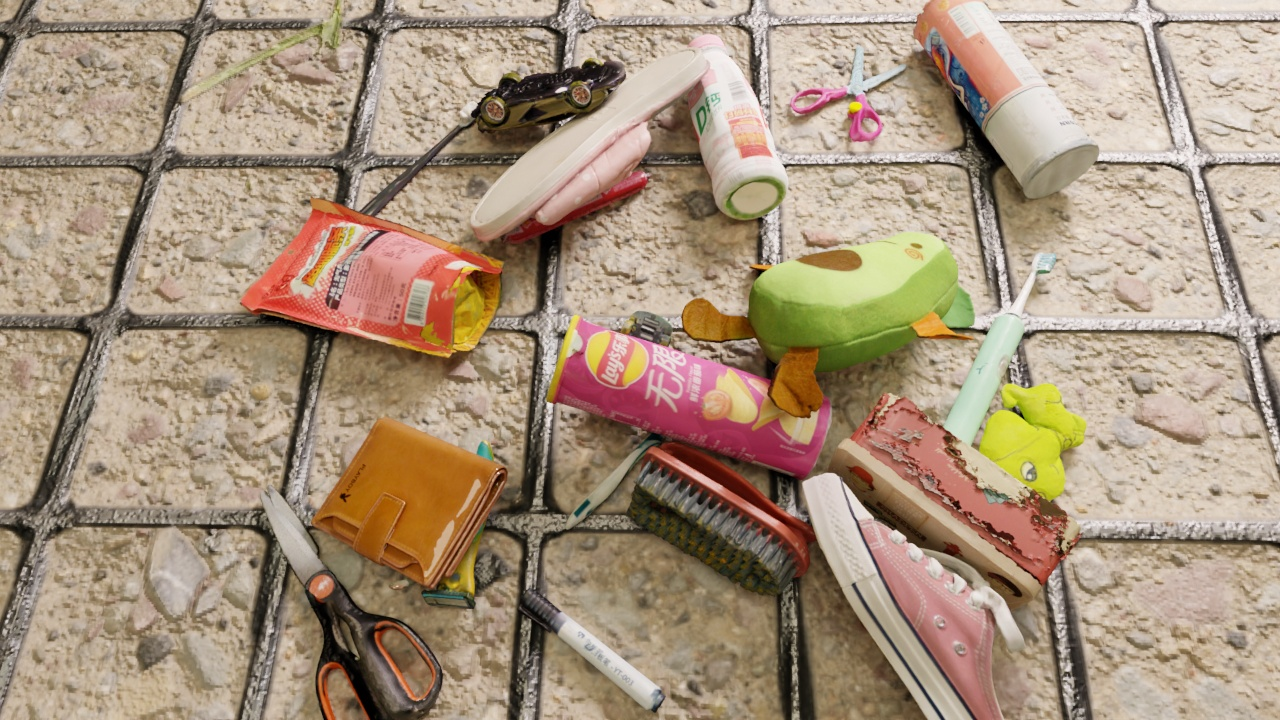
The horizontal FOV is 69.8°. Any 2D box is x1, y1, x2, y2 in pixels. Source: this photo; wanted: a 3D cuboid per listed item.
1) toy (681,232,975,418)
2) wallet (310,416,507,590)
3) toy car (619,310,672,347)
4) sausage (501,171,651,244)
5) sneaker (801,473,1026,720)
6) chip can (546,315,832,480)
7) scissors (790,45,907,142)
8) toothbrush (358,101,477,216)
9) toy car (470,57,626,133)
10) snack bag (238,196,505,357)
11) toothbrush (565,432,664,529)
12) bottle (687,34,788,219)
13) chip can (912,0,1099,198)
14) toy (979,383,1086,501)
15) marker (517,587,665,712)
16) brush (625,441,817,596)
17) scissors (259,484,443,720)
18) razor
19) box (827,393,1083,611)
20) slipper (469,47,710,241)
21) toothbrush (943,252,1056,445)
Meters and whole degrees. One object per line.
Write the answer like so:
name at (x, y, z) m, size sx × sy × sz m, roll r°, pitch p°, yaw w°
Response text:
toy at (0.164, -0.045, 0.740) m, size 0.246 × 0.090 × 0.227 m, roll -24°, pitch 36°, yaw -28°
wallet at (-0.183, 0.114, 0.714) m, size 0.131 × 0.035 × 0.118 m, roll 18°, pitch 63°, yaw 28°
toy car at (-0.005, 0.004, 0.768) m, size 0.043 × 0.036 × 0.091 m, roll 23°, pitch 81°, yaw 5°
sausage at (-0.059, -0.143, 0.854) m, size 0.155 × 0.020 × 0.020 m, roll -25°, pitch 66°, yaw -9°
sneaker at (0.203, 0.174, 0.641) m, size 0.088 × 0.118 × 0.241 m, roll -33°, pitch 72°, yaw 6°
chip can at (0.037, 0.029, 0.714) m, size 0.210 × 0.072 × 0.071 m, roll 17°, pitch 65°, yaw -3°
scissors at (0.204, -0.267, 0.908) m, size 0.125 × 0.017 × 0.133 m, roll 5°, pitch 60°, yaw 9°
toothbrush at (-0.217, -0.188, 0.885) m, size 0.015 × 0.018 × 0.180 m, roll 35°, pitch 72°, yaw 14°
toy car at (-0.087, -0.251, 0.871) m, size 0.158 × 0.042 × 0.070 m, roll -6°, pitch 38°, yaw 19°
snack bag at (-0.233, -0.071, 0.805) m, size 0.208 × 0.073 × 0.128 m, roll 15°, pitch 62°, yaw 15°
toothbrush at (0.009, 0.071, 0.749) m, size 0.018 × 0.016 × 0.191 m, roll 43°, pitch 72°, yaw 9°
bottle at (0.082, -0.226, 0.866) m, size 0.068 × 0.068 × 0.196 m, roll -12°, pitch 60°, yaw -4°
chip can at (0.339, -0.257, 0.865) m, size 0.071 × 0.071 × 0.214 m, roll -20°, pitch 65°, yaw -7°
toy at (0.309, 0.064, 0.731) m, size 0.100 × 0.031 × 0.096 m, roll -25°, pitch 66°, yaw -15°
marker at (-0.038, 0.215, 0.679) m, size 0.131 × 0.018 × 0.022 m, roll 35°, pitch 78°, yaw 18°
brush at (0.064, 0.118, 0.699) m, size 0.146 × 0.063 × 0.069 m, roll 30°, pitch 50°, yaw 14°
scissors at (-0.248, 0.192, 0.695) m, size 0.235 × 0.022 × 0.136 m, roll 30°, pitch 69°, yaw 15°
razor at (-0.133, 0.127, 0.719) m, size 0.043 × 0.028 × 0.132 m, roll -3°, pitch 63°, yaw 24°
box at (0.233, 0.098, 0.683) m, size 0.168 × 0.091 × 0.079 m, roll 38°, pitch 74°, yaw 18°
slipper at (-0.040, -0.190, 0.837) m, size 0.274 × 0.054 × 0.114 m, roll -43°, pitch 30°, yaw -14°
toothbrush at (0.299, -0.007, 0.769) m, size 0.027 × 0.026 × 0.224 m, roll 8°, pitch 57°, yaw 47°
